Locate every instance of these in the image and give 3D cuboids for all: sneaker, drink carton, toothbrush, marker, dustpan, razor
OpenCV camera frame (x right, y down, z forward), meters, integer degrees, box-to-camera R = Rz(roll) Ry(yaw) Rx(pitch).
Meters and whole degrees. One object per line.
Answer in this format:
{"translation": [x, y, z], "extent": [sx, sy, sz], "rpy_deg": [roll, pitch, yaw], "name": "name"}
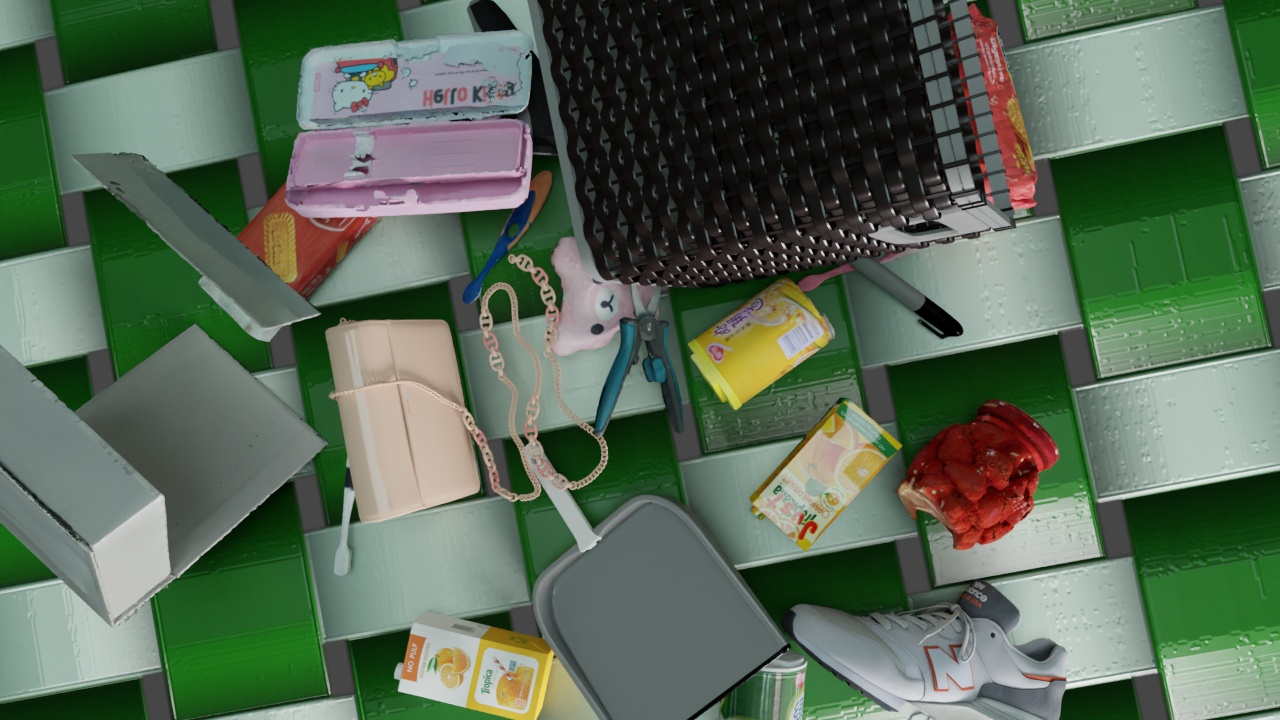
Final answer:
{"translation": [0.238, 0.227, 0.730], "extent": [0.240, 0.089, 0.124], "rpy_deg": [33, 86, -5], "name": "sneaker"}
{"translation": [-0.139, 0.255, 0.768], "extent": [0.122, 0.040, 0.058], "rpy_deg": [12, 89, 4], "name": "drink carton"}
{"translation": [-0.248, 0.092, 0.795], "extent": [0.012, 0.017, 0.186], "rpy_deg": [5, 87, 0], "name": "toothbrush"}
{"translation": [-0.114, -0.106, 0.792], "extent": [0.021, 0.017, 0.135], "rpy_deg": [32, 88, 0], "name": "toothbrush"}
{"translation": [0.193, -0.087, 0.771], "extent": [0.135, 0.016, 0.021], "rpy_deg": [-23, 87, 0], "name": "toothbrush"}
{"translation": [0.210, -0.059, 0.760], "extent": [0.138, 0.016, 0.022], "rpy_deg": [34, 109, -6], "name": "marker"}
{"translation": [-0.021, 0.171, 0.749], "extent": [0.163, 0.033, 0.257], "rpy_deg": [-41, 67, 12], "name": "dustpan"}
{"translation": [0.148, 0.095, 0.755], "extent": [0.058, 0.041, 0.122], "rpy_deg": [42, 92, 4], "name": "drink carton"}
{"translation": [-0.105, -0.240, 0.778], "extent": [0.060, 0.057, 0.156], "rpy_deg": [-20, 87, 35], "name": "razor"}

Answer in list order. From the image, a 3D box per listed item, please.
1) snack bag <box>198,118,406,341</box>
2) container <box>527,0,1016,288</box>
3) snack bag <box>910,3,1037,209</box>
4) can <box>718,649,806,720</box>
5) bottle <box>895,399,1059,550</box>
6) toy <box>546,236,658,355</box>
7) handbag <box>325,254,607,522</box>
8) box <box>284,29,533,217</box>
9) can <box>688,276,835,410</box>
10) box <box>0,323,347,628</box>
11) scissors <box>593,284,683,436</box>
{"translation": [-0.277, -0.123, 0.790], "extent": [0.077, 0.041, 0.225], "rpy_deg": [42, 93, 6], "name": "snack bag"}
{"translation": [0.097, -0.187, 0.638], "extent": [0.244, 0.246, 0.245], "rpy_deg": [-13, 87, 27], "name": "container"}
{"translation": [0.262, -0.201, 0.738], "extent": [0.082, 0.082, 0.176], "rpy_deg": [-14, 87, 3], "name": "snack bag"}
{"translation": [0.096, 0.294, 0.739], "extent": [0.067, 0.067, 0.121], "rpy_deg": [4, 89, 4], "name": "can"}
{"translation": [0.263, 0.094, 0.726], "extent": [0.111, 0.099, 0.099], "rpy_deg": [-44, 86, -10], "name": "bottle"}
{"translation": [-0.030, -0.051, 0.767], "extent": [0.096, 0.053, 0.099], "rpy_deg": [3, 98, -9], "name": "toy"}
{"translation": [-0.146, 0.022, 0.718], "extent": [0.187, 0.116, 0.198], "rpy_deg": [-13, 87, 20], "name": "handbag"}
{"translation": [-0.184, -0.189, 0.745], "extent": [0.201, 0.041, 0.153], "rpy_deg": [-1, 71, 9], "name": "box"}
{"translation": [0.097, -0.014, 0.748], "extent": [0.105, 0.067, 0.067], "rpy_deg": [-36, 86, 2], "name": "can"}
{"translation": [-0.386, 0.079, 0.797], "extent": [0.167, 0.445, 0.165], "rpy_deg": [41, 102, 4], "name": "box"}
{"translation": [-0.004, 0.004, 0.747], "extent": [0.117, 0.019, 0.148], "rpy_deg": [-30, 111, -36], "name": "scissors"}
